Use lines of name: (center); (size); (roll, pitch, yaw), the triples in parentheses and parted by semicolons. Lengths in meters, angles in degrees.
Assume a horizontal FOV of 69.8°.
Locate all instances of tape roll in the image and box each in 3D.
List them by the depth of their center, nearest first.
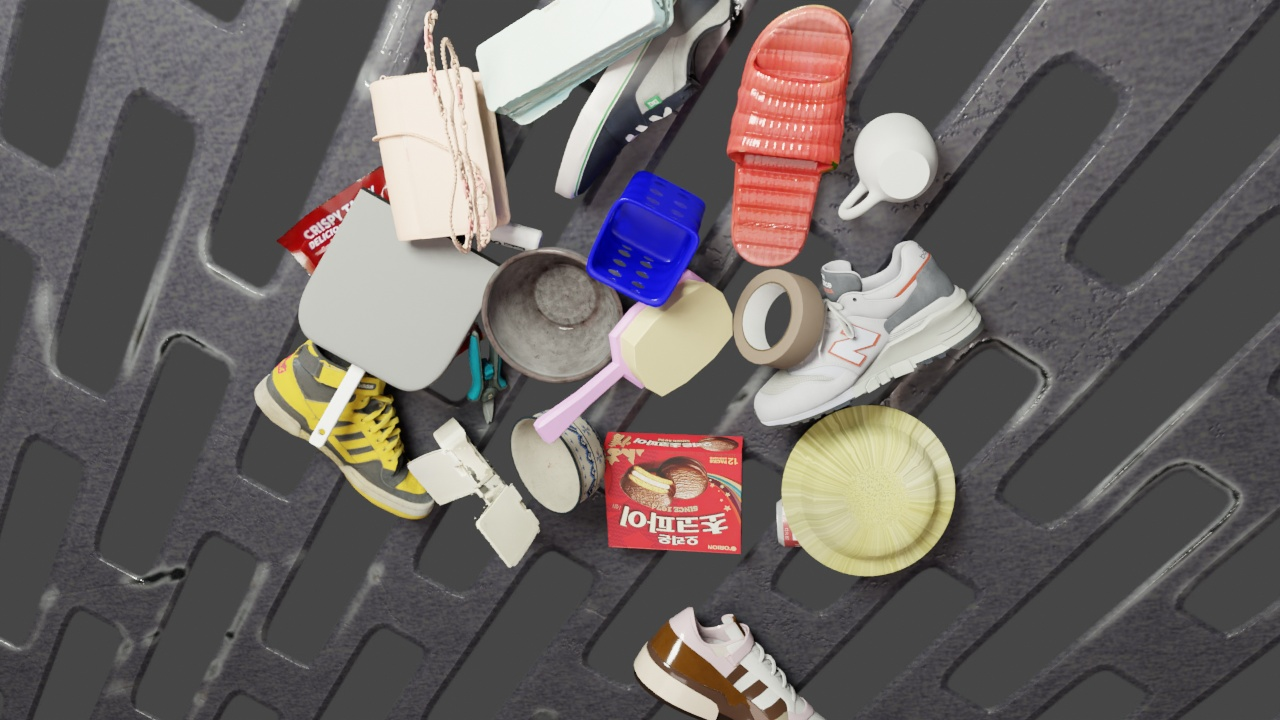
tape roll: (0.133, -0.040, 0.894); (0.030, 0.093, 0.094); (11, 123, -36)

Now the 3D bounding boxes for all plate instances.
plate: (0.244, 0.141, 0.965); (0.184, 0.036, 0.184); (0, 94, 1)

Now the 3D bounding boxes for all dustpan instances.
dustpan: (-0.274, -0.024, 0.944); (0.163, 0.033, 0.257); (29, 88, -6)

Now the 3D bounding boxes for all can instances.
can: (0.201, 0.179, 1.020); (0.097, 0.054, 0.054); (-4, 115, 11)

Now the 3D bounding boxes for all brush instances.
brush: (-0.005, 0.005, 0.904); (0.228, 0.043, 0.089); (-41, 127, -15)

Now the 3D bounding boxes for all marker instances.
marker: (-0.163, -0.138, 0.942); (0.126, 0.025, 0.025); (16, 117, 1)

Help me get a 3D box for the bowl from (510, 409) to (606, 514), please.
bowl: (-0.084, 0.104, 1.010); (0.116, 0.059, 0.116); (24, 126, 37)

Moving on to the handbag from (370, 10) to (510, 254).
handbag: (-0.205, -0.195, 0.827); (0.117, 0.187, 0.199); (-5, 103, 9)

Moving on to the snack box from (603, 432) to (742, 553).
snack box: (0.038, 0.150, 1.042); (0.152, 0.035, 0.133); (1, 115, 8)

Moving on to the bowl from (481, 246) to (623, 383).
bowl: (-0.084, -0.056, 0.945); (0.145, 0.067, 0.145); (4, 116, 7)

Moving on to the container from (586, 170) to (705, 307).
container: (0.008, -0.119, 0.874); (0.084, 0.113, 0.085); (27, 116, -4)

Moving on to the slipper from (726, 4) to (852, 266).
slipper: (0.133, -0.197, 0.849); (0.103, 0.059, 0.249); (11, 118, 4)

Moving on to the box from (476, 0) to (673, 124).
box: (-0.060, -0.276, 0.794); (0.199, 0.085, 0.072); (-18, 141, 36)

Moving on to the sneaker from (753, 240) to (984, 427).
sneaker: (0.203, -0.035, 0.907); (0.240, 0.088, 0.124); (-26, 105, 10)

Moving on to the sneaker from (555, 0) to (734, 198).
sneaker: (0.002, -0.238, 0.838); (0.079, 0.084, 0.236); (32, 112, -7)

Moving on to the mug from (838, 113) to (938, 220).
mug: (0.220, -0.166, 0.831); (0.071, 0.089, 0.107); (38, 115, -10)

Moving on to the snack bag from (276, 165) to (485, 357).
snack bag: (-0.269, -0.080, 0.967); (0.139, 0.066, 0.208); (-30, 106, 13)

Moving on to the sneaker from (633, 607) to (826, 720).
sneaker: (0.143, 0.393, 1.117); (0.294, 0.111, 0.116); (30, 96, -5)

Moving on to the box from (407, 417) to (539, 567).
box: (-0.179, 0.146, 0.989); (0.080, 0.182, 0.143); (-39, 102, -11)

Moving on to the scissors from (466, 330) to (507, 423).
scissors: (-0.174, 0.018, 0.998); (0.130, 0.135, 0.019); (-50, 56, 10)

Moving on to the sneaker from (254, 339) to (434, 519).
sneaker: (-0.302, 0.068, 1.029); (0.238, 0.085, 0.122); (40, 113, -12)
